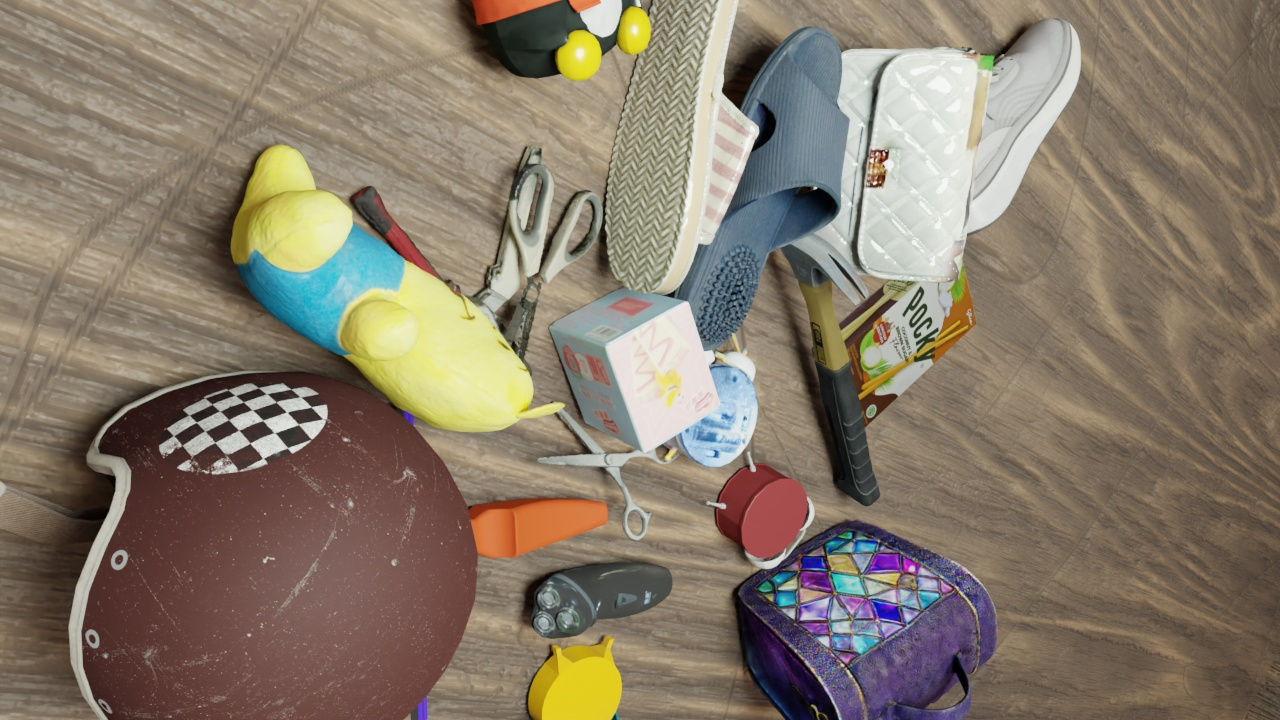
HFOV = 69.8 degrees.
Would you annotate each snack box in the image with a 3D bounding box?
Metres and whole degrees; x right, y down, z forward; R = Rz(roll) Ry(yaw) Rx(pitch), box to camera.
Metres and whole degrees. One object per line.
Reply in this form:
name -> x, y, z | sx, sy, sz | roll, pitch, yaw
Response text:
snack box -> 0.264, -0.026, 0.937 | 0.185, 0.032, 0.101 | -39, 125, -17
snack box -> -0.004, 0.004, 0.714 | 0.079, 0.093, 0.095 | -29, 115, -24

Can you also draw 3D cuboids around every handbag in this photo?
handbag -> 0.214, -0.163, 0.777 | 0.072, 0.139, 0.195 | -52, 145, -65
handbag -> 0.225, 0.282, 0.906 | 0.204, 0.222, 0.126 | -24, 120, -25

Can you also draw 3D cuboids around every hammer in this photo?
hammer -> 0.184, 0.019, 0.860 | 0.025, 0.118, 0.333 | -36, 130, -17

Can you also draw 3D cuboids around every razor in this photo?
razor -> -0.028, 0.207, 0.799 | 0.140, 0.064, 0.053 | -1, 109, -34

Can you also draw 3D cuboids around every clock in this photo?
clock -> 0.123, 0.152, 0.898 | 0.087, 0.044, 0.124 | -49, 128, -10
clock -> 0.059, 0.030, 0.797 | 0.088, 0.052, 0.125 | 14, 89, -38
clock -> -0.061, 0.317, 0.834 | 0.099, 0.044, 0.130 | 4, 98, -36

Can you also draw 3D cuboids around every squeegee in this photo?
squeegee -> -0.105, 0.132, 0.721 | 0.184, 0.055, 0.249 | -3, 90, -37

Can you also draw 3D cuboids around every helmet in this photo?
helmet -> -0.227, 0.113, 0.543 | 0.233, 0.254, 0.234 | -35, 135, -29

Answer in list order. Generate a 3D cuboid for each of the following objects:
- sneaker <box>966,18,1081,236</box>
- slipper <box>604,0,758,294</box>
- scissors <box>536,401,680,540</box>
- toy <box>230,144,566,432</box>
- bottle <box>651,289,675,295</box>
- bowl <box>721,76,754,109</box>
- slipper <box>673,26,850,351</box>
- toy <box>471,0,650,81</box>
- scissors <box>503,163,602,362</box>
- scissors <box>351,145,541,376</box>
sneaker -> 0.316, -0.243, 0.865 | 0.128, 0.097, 0.262 | 40, 72, -15
slipper -> 0.036, -0.177, 0.669 | 0.052, 0.115, 0.263 | 5, 99, -38
scissors -> -0.017, 0.080, 0.781 | 0.164, 0.014, 0.141 | -33, 104, -41
toy -> -0.154, -0.026, 0.563 | 0.084, 0.149, 0.214 | -46, 124, -1
bottle -> 0.027, -0.107, 0.729 | 0.047, 0.047, 0.112 | 21, 95, -39
bowl -> 0.095, -0.172, 0.761 | 0.119, 0.032, 0.119 | -13, 115, -31
slipper -> 0.112, -0.121, 0.712 | 0.101, 0.082, 0.264 | 14, 102, -51
toy -> -0.062, -0.241, 0.583 | 0.097, 0.100, 0.119 | -42, 123, -42
scissors -> -0.080, -0.068, 0.671 | 0.163, 0.013, 0.154 | -47, 137, -27
scissors -> -0.116, -0.071, 0.662 | 0.179, 0.015, 0.199 | -51, 129, -9
